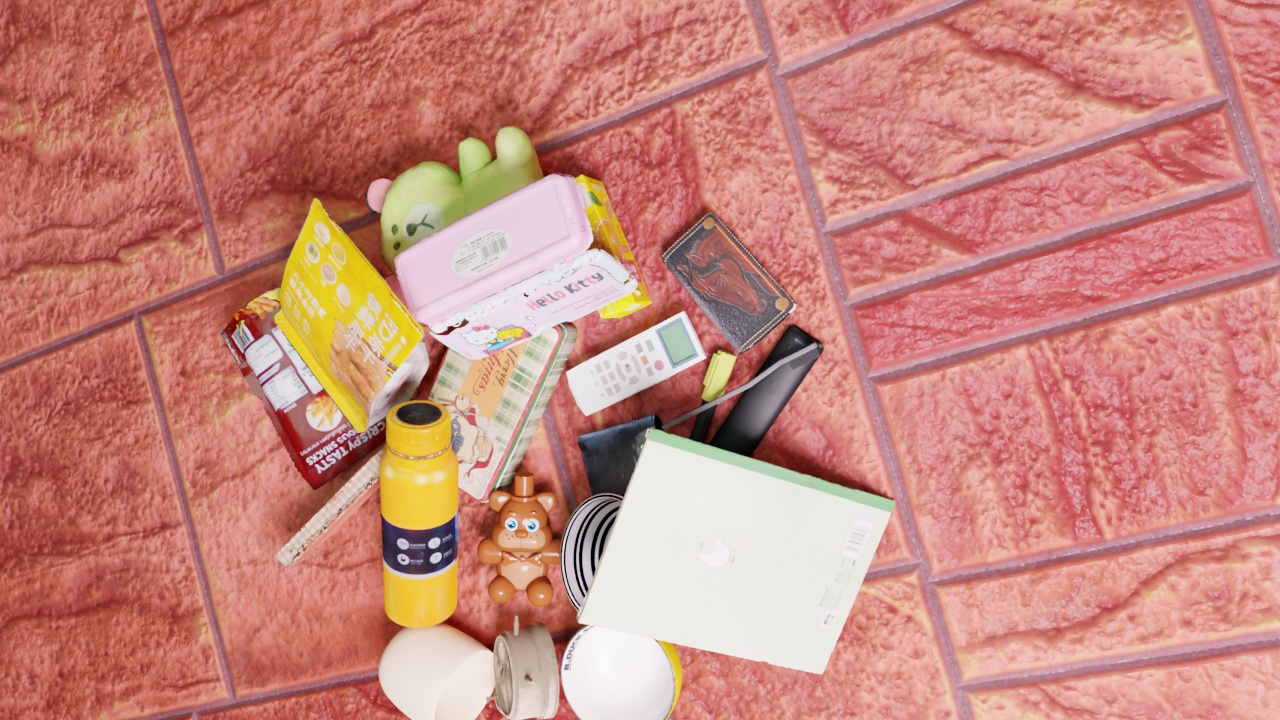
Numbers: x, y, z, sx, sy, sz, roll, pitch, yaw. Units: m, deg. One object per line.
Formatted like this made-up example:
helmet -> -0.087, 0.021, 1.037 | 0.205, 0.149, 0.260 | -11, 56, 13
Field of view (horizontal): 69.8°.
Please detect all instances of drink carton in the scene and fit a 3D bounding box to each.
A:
drink carton -> -0.036, -0.109, 0.892 | 0.043, 0.058, 0.134 | -24, 86, 18

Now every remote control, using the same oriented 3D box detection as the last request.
remote control -> 0.115, 0.038, 0.866 | 0.041, 0.020, 0.152 | 36, 101, 16
remote control -> -0.005, 0.005, 0.904 | 0.144, 0.024, 0.049 | -27, 83, 20

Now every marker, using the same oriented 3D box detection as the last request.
marker -> 0.062, 0.050, 0.885 | 0.021, 0.017, 0.124 | 14, 101, -27

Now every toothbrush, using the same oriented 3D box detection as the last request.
toothbrush -> 0.091, 0.027, 0.856 | 0.168, 0.012, 0.013 | -28, 90, 18

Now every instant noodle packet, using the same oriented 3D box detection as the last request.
instant noodle packet -> -0.276, -0.044, 0.897 | 0.163, 0.084, 0.222 | 53, 149, 5

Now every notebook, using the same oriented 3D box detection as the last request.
notebook -> 0.090, 0.175, 0.809 | 0.252, 0.010, 0.182 | 18, 100, -19

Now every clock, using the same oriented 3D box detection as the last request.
clock -> -0.124, 0.325, 0.927 | 0.093, 0.054, 0.141 | -113, 31, -41

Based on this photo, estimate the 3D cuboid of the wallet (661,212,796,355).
wallet -> 0.083, -0.073, 0.873 | 0.072, 0.019, 0.123 | -42, 79, 12

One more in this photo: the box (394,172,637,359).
box -> -0.120, -0.073, 0.836 | 0.202, 0.077, 0.146 | -22, 110, 24

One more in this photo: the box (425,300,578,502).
box -> -0.156, 0.033, 0.945 | 0.118, 0.051, 0.206 | 30, 100, 15

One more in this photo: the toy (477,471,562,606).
toy -> -0.118, 0.179, 0.925 | 0.095, 0.065, 0.128 | 2, 101, -4

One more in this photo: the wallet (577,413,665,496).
wallet -> -0.008, 0.118, 0.909 | 0.089, 0.026, 0.115 | -19, 86, 20

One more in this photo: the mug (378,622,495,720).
mug -> -0.215, 0.331, 0.959 | 0.100, 0.096, 0.120 | 20, 140, 28

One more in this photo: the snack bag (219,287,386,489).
snack bag -> -0.366, 0.023, 1.011 | 0.139, 0.066, 0.208 | -34, 84, 6

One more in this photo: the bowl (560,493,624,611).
bowl -> -0.011, 0.186, 0.864 | 0.120, 0.066, 0.120 | -9, 76, 41

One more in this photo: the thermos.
thermos -> -0.228, 0.152, 0.920 | 0.091, 0.076, 0.233 | 14, 118, 15

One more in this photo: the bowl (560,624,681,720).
bowl -> -0.012, 0.300, 0.895 | 0.117, 0.067, 0.117 | 1, 93, 19

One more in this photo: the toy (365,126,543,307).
toy -> -0.177, -0.143, 0.921 | 0.197, 0.107, 0.150 | -13, 87, 28

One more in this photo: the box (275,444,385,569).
box -> -0.321, 0.153, 0.997 | 0.187, 0.082, 0.041 | -42, 89, 14
